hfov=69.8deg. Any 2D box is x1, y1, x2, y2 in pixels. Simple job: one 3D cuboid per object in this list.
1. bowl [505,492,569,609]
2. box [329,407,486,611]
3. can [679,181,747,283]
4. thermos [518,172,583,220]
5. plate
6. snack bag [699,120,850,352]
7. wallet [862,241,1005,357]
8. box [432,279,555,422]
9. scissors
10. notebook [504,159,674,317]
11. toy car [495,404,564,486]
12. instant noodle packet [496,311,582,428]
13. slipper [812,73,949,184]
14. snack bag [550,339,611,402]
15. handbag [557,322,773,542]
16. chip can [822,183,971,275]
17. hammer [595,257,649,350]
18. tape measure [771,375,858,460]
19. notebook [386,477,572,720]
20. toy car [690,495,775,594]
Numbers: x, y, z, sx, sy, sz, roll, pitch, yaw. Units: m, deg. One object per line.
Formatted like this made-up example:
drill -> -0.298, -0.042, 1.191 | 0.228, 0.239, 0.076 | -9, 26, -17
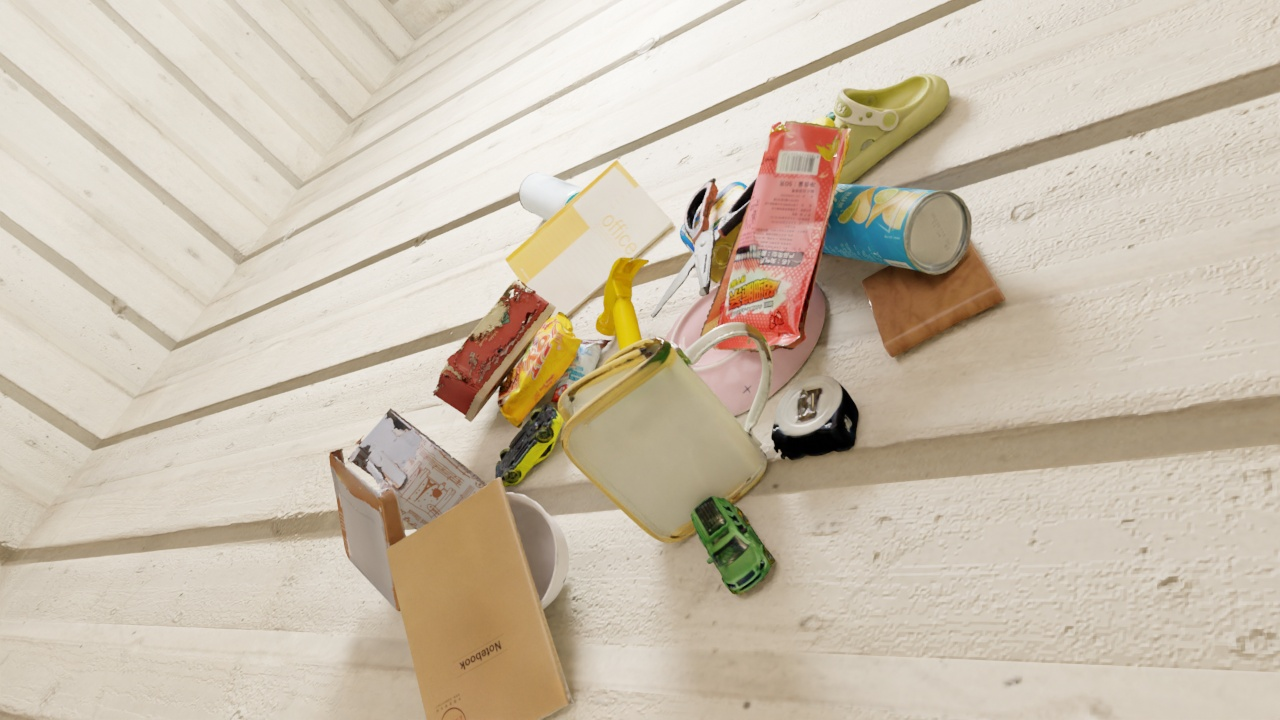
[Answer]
bowl -> -0.105, 0.183, 0.835 | 0.118, 0.064, 0.118 | -10, 71, 29
box -> -0.256, 0.163, 0.969 | 0.166, 0.150, 0.182 | -53, 32, -10
can -> 0.099, -0.144, 1.015 | 0.102, 0.057, 0.083 | -40, 29, 7
thermos -> -0.110, -0.230, 1.351 | 0.073, 0.073, 0.224 | -47, 32, -5
plate -> 0.088, -0.026, 0.903 | 0.193, 0.039, 0.192 | -30, 34, 23
snack bag -> 0.124, -0.107, 0.824 | 0.129, 0.073, 0.207 | 6, 78, 56
wallet -> 0.245, -0.061, 0.785 | 0.101, 0.020, 0.115 | -30, 31, 19
box -> -0.185, -0.019, 1.125 | 0.167, 0.078, 0.092 | -56, 3, -32
scissors -> 0.073, -0.134, 0.952 | 0.225, 0.015, 0.189 | -49, 25, -2
notebook -> -0.071, -0.156, 1.211 | 0.206, 0.010, 0.146 | -40, 58, 6
toy car -> -0.121, 0.097, 1.005 | 0.105, 0.032, 0.048 | -50, 30, 13
instant noodle packet -> -0.118, 0.008, 1.066 | 0.128, 0.044, 0.110 | -51, 20, 9
slipper -> 0.231, -0.255, 0.976 | 0.191, 0.081, 0.091 | -32, 30, 14
snack bag -> -0.071, 0.013, 1.052 | 0.048, 0.026, 0.104 | 0, 51, 38
handbag -> 0.039, 0.047, 0.754 | 0.179, 0.163, 0.063 | -36, 31, 9
chip can -> 0.203, -0.127, 0.843 | 0.071, 0.071, 0.210 | -48, 26, -8
hammer -> -0.006, 0.006, 0.943 | 0.300, 0.032, 0.129 | -102, 21, -46
tape measure -> 0.144, 0.046, 0.758 | 0.066, 0.033, 0.065 | -17, 41, 34
notebook -> -0.148, 0.227, 0.805 | 0.148, 0.008, 0.207 | -33, 61, 20
toy car -> 0.070, 0.144, 0.726 | 0.043, 0.036, 0.091 | -40, 35, 3
